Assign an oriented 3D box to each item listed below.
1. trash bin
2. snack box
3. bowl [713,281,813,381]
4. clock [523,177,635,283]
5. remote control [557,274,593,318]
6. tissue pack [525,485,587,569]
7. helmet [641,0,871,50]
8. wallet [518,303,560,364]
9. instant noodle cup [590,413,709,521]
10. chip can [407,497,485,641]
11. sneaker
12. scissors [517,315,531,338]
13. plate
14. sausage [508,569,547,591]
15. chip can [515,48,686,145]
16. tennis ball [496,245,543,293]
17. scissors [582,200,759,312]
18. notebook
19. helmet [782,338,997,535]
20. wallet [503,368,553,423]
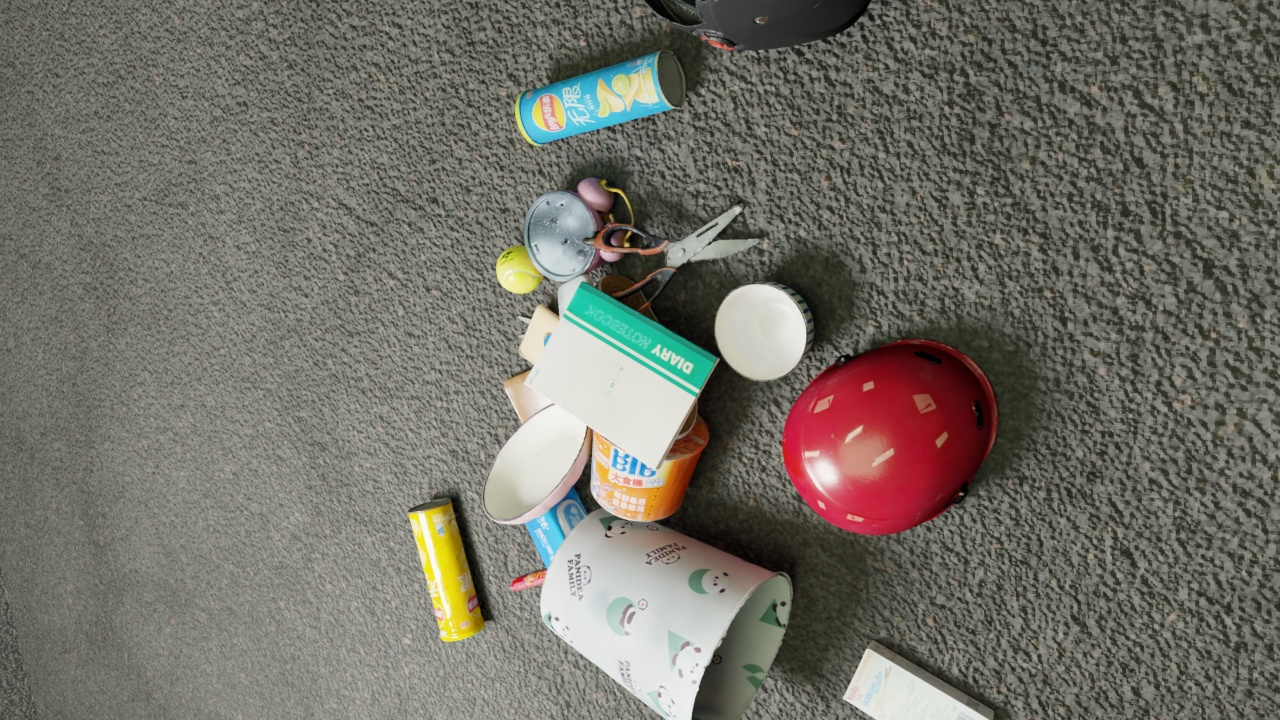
[{"bbox_3d":[0.027,0.316,1.158,0.252,0.229,0.230,23,113,31],"label":"trash bin"},{"bbox_3d":[0.332,0.414,1.103,0.157,0.026,0.085,28,115,23],"label":"snack box"},{"bbox_3d":[0.152,-0.039,1.080,0.117,0.066,0.116,8,107,29],"label":"bowl"},{"bbox_3d":[-0.075,-0.170,1.190,0.159,0.059,0.117,-22,89,34],"label":"clock"},{"bbox_3d":[-0.076,-0.039,1.155,0.056,0.020,0.135,-22,66,38],"label":"remote control"},{"bbox_3d":[-0.102,0.246,1.285,0.052,0.094,0.157,-28,87,27],"label":"tissue pack"},{"bbox_3d":[0.122,-0.426,0.910,0.275,0.229,0.233,4,89,29],"label":"helmet"},{"bbox_3d":[-0.113,-0.012,1.254,0.115,0.024,0.087,34,111,23],"label":"wallet"},{"bbox_3d":[0.003,0.126,1.168,0.151,0.151,0.112,25,122,24],"label":"instant noodle cup"},{"bbox_3d":[-0.304,0.327,1.441,0.072,0.071,0.213,-11,95,32],"label":"chip can"},{"bbox_3d":[-0.007,0.007,1.163,0.241,0.118,0.088,64,144,25],"label":"sneaker"},{"bbox_3d":[-0.100,-0.024,1.268,0.171,0.012,0.144,-26,87,34],"label":"scissors"},{"bbox_3d":[-0.131,0.141,1.229,0.193,0.192,0.039,-25,126,33],"label":"plate"},{"bbox_3d":[-0.142,0.323,1.372,0.156,0.020,0.020,-23,89,33],"label":"sausage"},{"bbox_3d":[-0.051,-0.322,1.132,0.211,0.071,0.071,-5,99,32],"label":"chip can"},{"bbox_3d":[-0.164,-0.124,1.250,0.066,0.065,0.065,8,105,29],"label":"tennis ball"},{"bbox_3d":[0.028,-0.126,1.117,0.224,0.015,0.189,21,90,15],"label":"scissors"},{"bbox_3d":[-0.026,0.014,1.093,0.209,0.012,0.150,31,95,25],"label":"notebook"},{"bbox_3d":[0.261,0.090,1.003,0.241,0.143,0.207,-45,75,30],"label":"helmet"},{"bbox_3d":[-0.135,0.064,1.306,0.101,0.020,0.115,-21,93,32],"label":"wallet"}]
